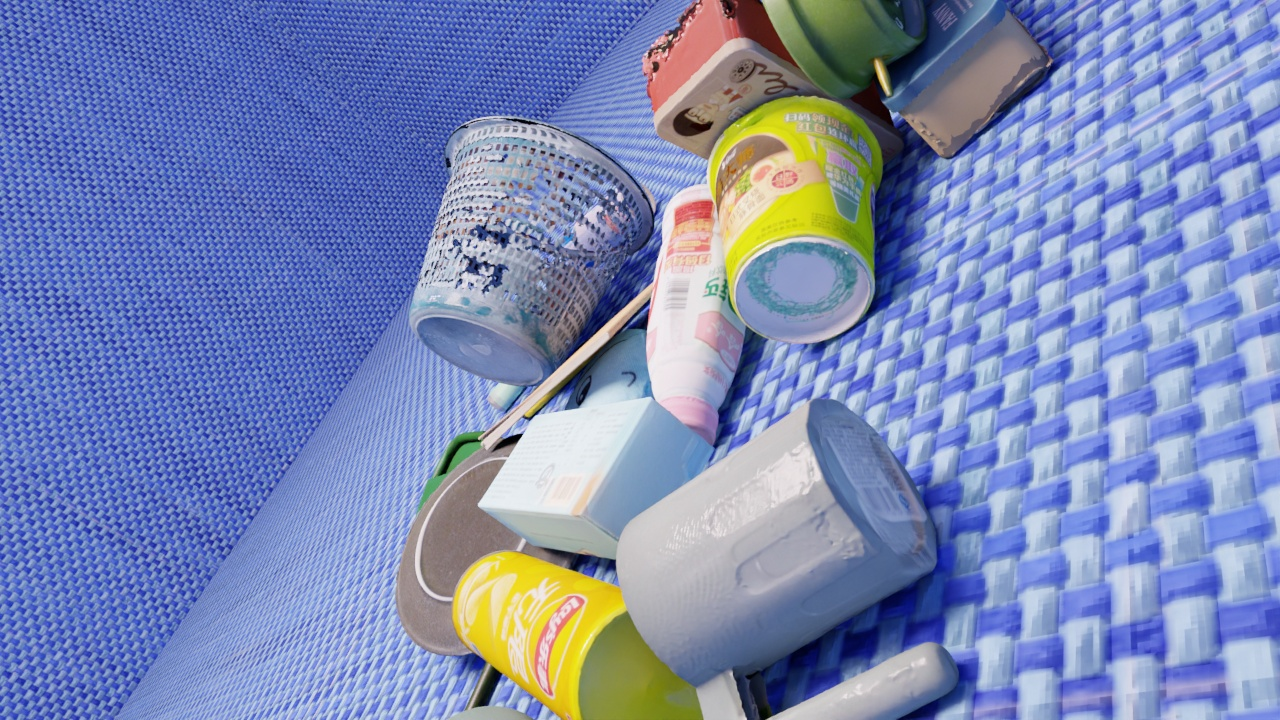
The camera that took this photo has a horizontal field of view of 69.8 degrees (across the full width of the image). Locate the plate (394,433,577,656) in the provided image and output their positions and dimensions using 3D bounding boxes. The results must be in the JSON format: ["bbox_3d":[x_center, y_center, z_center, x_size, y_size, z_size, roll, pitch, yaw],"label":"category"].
[{"bbox_3d":[-0.115,0.124,0.665,0.180,0.024,0.179,-22,44,23],"label":"plate"}]

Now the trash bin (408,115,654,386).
[{"bbox_3d":[-0.121,-0.090,0.901,0.227,0.226,0.194,-22,44,57],"label":"trash bin"}]

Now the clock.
[{"bbox_3d":[0.125,-0.233,0.557,0.056,0.116,0.160,-22,37,37],"label":"clock"}]

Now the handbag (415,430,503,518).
[{"bbox_3d":[-0.144,0.124,0.797,0.131,0.068,0.120,-9,53,62],"label":"handbag"}]

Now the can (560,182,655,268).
[{"bbox_3d":[-0.040,-0.161,1.098,0.135,0.053,0.053,-31,27,47],"label":"can"}]

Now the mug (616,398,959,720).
[{"bbox_3d":[0.059,0.090,0.363,0.104,0.083,0.123,-40,48,28],"label":"mug"}]

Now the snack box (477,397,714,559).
[{"bbox_3d":[-0.033,0.071,0.544,0.074,0.051,0.175,-57,19,-21],"label":"snack box"}]

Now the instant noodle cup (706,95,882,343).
[{"bbox_3d":[0.094,-0.078,0.549,0.112,0.111,0.123,-38,30,35],"label":"instant noodle cup"}]

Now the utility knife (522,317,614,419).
[{"bbox_3d":[-0.055,-0.009,0.904,0.215,0.015,0.033,-43,23,24],"label":"utility knife"}]

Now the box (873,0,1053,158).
[{"bbox_3d":[0.198,-0.201,0.593,0.090,0.061,0.183,-43,18,27],"label":"box"}]

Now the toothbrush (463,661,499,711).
[{"bbox_3d":[-0.097,0.200,0.614,0.017,0.012,0.185,-39,21,49],"label":"toothbrush"}]

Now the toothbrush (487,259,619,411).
[{"bbox_3d":[-0.093,-0.034,1.027,0.224,0.026,0.027,-51,23,1],"label":"toothbrush"}]

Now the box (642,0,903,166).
[{"bbox_3d":[0.087,-0.175,0.612,0.092,0.168,0.076,-36,52,39],"label":"box"}]

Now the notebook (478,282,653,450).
[{"bbox_3d":[-0.038,-0.016,0.755,0.150,0.012,0.210,-40,4,30],"label":"notebook"}]

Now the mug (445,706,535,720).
[{"bbox_3d":[-0.061,0.219,0.399,0.106,0.082,0.111,179,96,-67],"label":"mug"}]

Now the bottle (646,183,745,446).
[{"bbox_3d":[0.039,-0.030,0.620,0.068,0.068,0.196,-33,38,44],"label":"bottle"}]

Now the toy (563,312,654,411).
[{"bbox_3d":[-0.004,0.004,0.704,0.157,0.050,0.161,-32,26,31],"label":"toy"}]

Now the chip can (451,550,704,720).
[{"bbox_3d":[-0.041,0.145,0.485,0.072,0.072,0.214,-57,19,-18],"label":"chip can"}]
